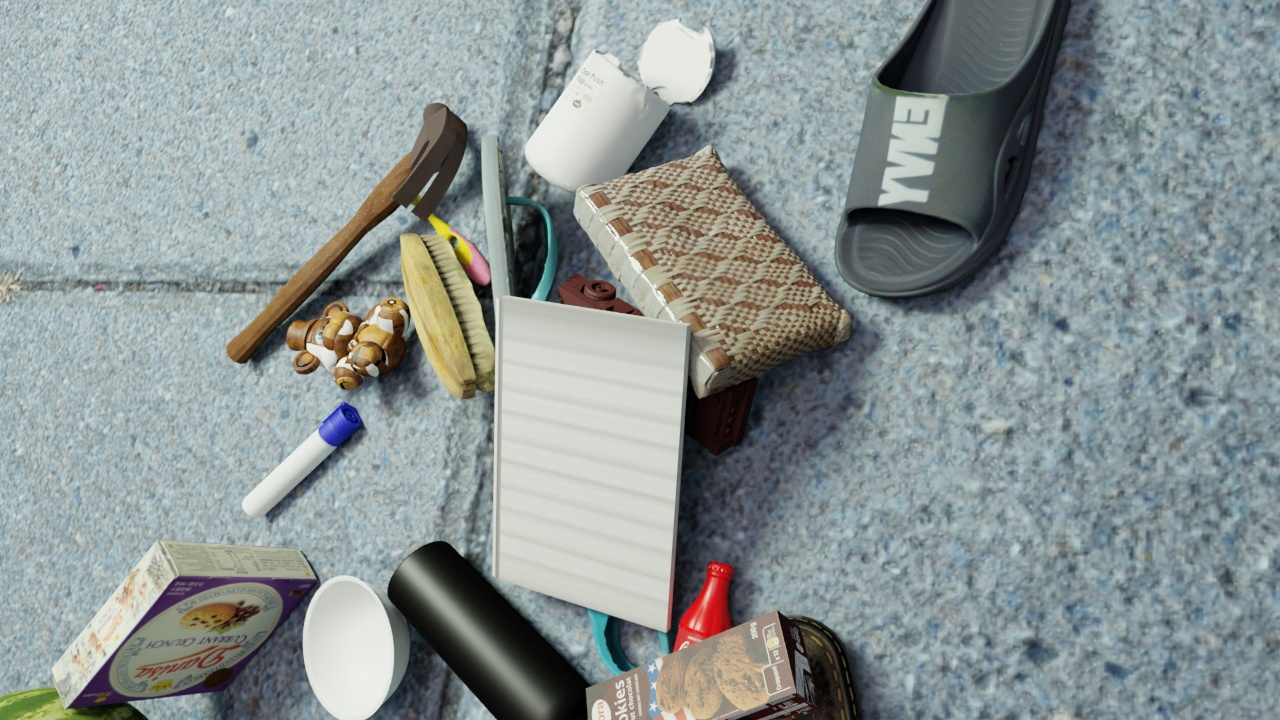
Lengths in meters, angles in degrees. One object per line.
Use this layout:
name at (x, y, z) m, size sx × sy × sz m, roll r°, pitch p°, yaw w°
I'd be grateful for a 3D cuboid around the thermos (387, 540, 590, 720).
thermos at (-0.089, 0.223, 0.654) m, size 0.231 × 0.061 × 0.061 m, roll 36°, pitch 95°, yaw 29°

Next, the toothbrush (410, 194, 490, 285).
toothbrush at (-0.168, -0.109, 0.802) m, size 0.021 × 0.016 × 0.135 m, roll -47°, pitch 64°, yaw 7°

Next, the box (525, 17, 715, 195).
box at (-0.014, -0.203, 0.713) m, size 0.166 × 0.092 × 0.083 m, roll -52°, pitch 57°, yaw 16°

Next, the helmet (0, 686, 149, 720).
helmet at (-0.494, 0.378, 0.723) m, size 0.213 × 0.244 × 0.246 m, roll 43°, pitch 70°, yaw 0°

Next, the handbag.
handbag at (0.047, -0.064, 0.636) m, size 0.124 × 0.047 × 0.185 m, roll -21°, pitch 61°, yaw -25°

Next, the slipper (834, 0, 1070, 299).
slipper at (0.204, -0.168, 0.591) m, size 0.111 × 0.083 × 0.268 m, roll 20°, pitch 86°, yaw 27°

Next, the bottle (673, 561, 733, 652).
bottle at (0.040, 0.193, 0.610) m, size 0.036 × 0.036 × 0.119 m, roll 11°, pitch 82°, yaw 28°

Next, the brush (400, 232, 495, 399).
brush at (-0.158, -0.042, 0.742) m, size 0.059 × 0.043 × 0.195 m, roll 102°, pitch 148°, yaw -40°

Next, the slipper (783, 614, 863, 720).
slipper at (0.089, 0.288, 0.539) m, size 0.113 × 0.075 × 0.267 m, roll -8°, pitch 74°, yaw 26°

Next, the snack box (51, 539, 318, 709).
snack box at (-0.367, 0.214, 0.749) m, size 0.148 × 0.143 × 0.040 m, roll -48°, pitch 62°, yaw 9°

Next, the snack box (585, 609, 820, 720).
snack box at (0.034, 0.205, 0.558) m, size 0.141 × 0.032 × 0.051 m, roll -29°, pitch 43°, yaw 20°

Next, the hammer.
hammer at (-0.269, -0.101, 0.820) m, size 0.324 × 0.033 × 0.115 m, roll -39°, pitch 37°, yaw 21°

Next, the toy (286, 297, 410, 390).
toy at (-0.254, -0.017, 0.795) m, size 0.113 × 0.067 × 0.087 m, roll 11°, pitch 58°, yaw 16°

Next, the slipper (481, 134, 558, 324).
slipper at (-0.088, -0.041, 0.714) m, size 0.054 × 0.098 × 0.268 m, roll -5°, pitch 83°, yaw -6°

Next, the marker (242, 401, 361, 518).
marker at (-0.302, 0.090, 0.816) m, size 0.133 × 0.023 × 0.027 m, roll -41°, pitch 42°, yaw 12°

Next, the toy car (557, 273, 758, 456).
toy car at (-0.004, 0.004, 0.651) m, size 0.170 × 0.061 × 0.070 m, roll 32°, pitch 129°, yaw 29°

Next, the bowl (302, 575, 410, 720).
bowl at (-0.216, 0.224, 0.726) m, size 0.110 × 0.040 × 0.110 m, roll -3°, pitch 85°, yaw 35°

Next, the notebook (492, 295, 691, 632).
notebook at (-0.039, 0.068, 0.620) m, size 0.143 × 0.009 × 0.210 m, roll 10°, pitch 106°, yaw 26°

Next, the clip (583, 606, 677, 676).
clip at (-0.009, 0.160, 0.652) m, size 0.114 × 0.028 × 0.127 m, roll -35°, pitch 64°, yaw 17°
